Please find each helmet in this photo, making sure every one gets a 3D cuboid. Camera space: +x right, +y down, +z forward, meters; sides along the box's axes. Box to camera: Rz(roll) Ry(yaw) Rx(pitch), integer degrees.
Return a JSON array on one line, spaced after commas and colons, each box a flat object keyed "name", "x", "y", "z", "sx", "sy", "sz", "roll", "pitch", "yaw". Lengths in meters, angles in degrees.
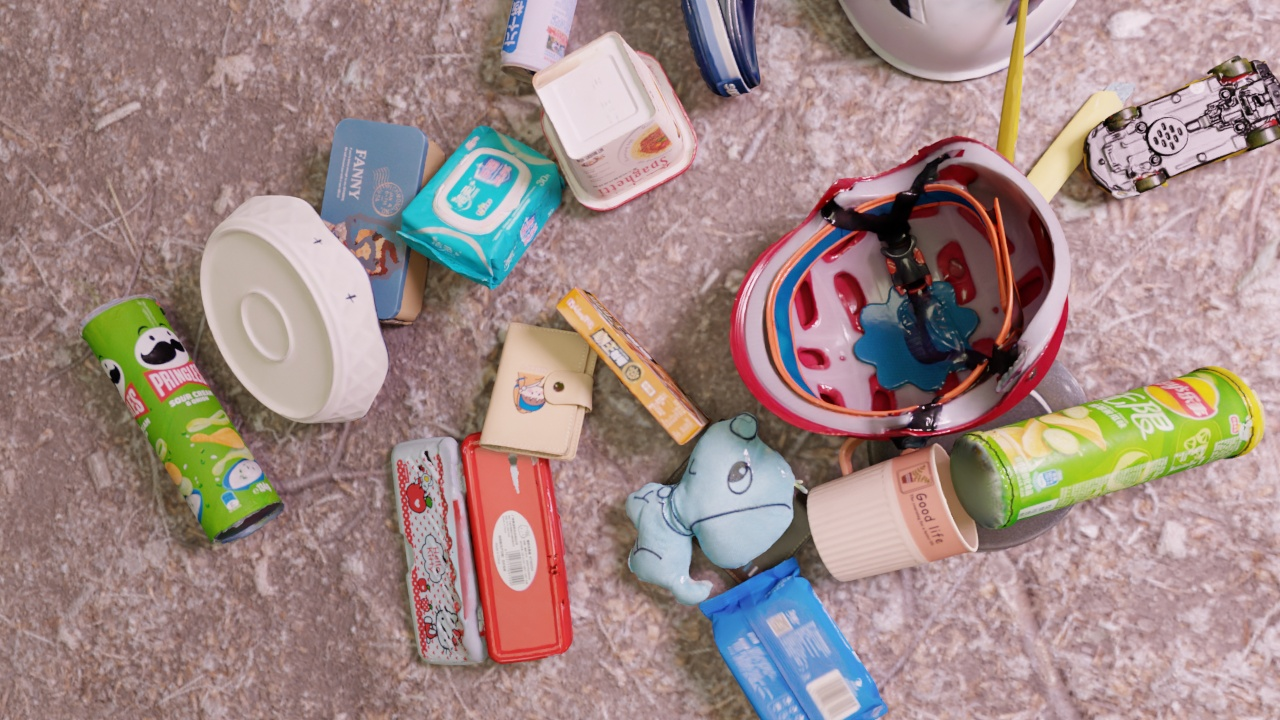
[{"name": "helmet", "x": 0.202, "y": -0.030, "z": 0.694, "sx": 0.241, "sy": 0.143, "sz": 0.206, "roll": -24, "pitch": 64, "yaw": 24}, {"name": "helmet", "x": 0.250, "y": -0.359, "z": 0.687, "sx": 0.229, "sy": 0.145, "sz": 0.258, "roll": 7, "pitch": 91, "yaw": 10}]

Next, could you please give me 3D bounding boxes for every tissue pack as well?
[{"name": "tissue pack", "x": 0.124, "y": 0.243, "z": 0.747, "sx": 0.095, "sy": 0.052, "sz": 0.157, "roll": -32, "pitch": 91, "yaw": 5}, {"name": "tissue pack", "x": -0.133, "y": -0.128, "z": 0.776, "sx": 0.093, "sy": 0.050, "sz": 0.133, "roll": 26, "pitch": 65, "yaw": 10}]

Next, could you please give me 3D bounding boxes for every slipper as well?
[{"name": "slipper", "x": 0.069, "y": -0.343, "z": 0.738, "sx": 0.095, "sy": 0.105, "sz": 0.253, "roll": -9, "pitch": 90, "yaw": 17}]

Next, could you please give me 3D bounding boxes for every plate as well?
[{"name": "plate", "x": -0.301, "y": -0.035, "z": 0.779, "sx": 0.205, "sy": 0.045, "sz": 0.205, "roll": 16, "pitch": 120, "yaw": 30}, {"name": "plate", "x": 0.275, "y": 0.066, "z": 0.741, "sx": 0.179, "sy": 0.024, "sz": 0.179, "roll": 0, "pitch": 89, "yaw": 9}]

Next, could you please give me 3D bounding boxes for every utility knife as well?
[{"name": "utility knife", "x": 0.339, "y": -0.159, "z": 0.735, "sx": 0.031, "sy": 0.018, "sz": 0.167, "roll": 38, "pitch": 97, "yaw": 4}]

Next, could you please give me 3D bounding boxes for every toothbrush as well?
[{"name": "toothbrush", "x": 0.282, "y": -0.206, "z": 0.689, "sx": 0.016, "sy": 0.016, "sz": 0.190, "roll": -5, "pitch": 127, "yaw": 6}]

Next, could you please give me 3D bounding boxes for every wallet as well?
[{"name": "wallet", "x": 0.083, "y": 0.125, "z": 0.777, "sx": 0.122, "sy": 0.020, "sz": 0.096, "roll": 42, "pitch": 96, "yaw": 10}, {"name": "wallet", "x": -0.083, "y": 0.026, "z": 0.783, "sx": 0.087, "sy": 0.024, "sz": 0.115, "roll": 9, "pitch": 65, "yaw": 2}]

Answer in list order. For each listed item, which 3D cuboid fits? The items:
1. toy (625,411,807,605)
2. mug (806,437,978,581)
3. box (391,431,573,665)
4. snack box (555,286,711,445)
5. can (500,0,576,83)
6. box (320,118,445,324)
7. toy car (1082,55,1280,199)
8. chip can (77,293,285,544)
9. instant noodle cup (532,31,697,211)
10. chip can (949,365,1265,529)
[{"name": "toy", "x": 0.060, "y": 0.122, "z": 0.748, "sx": 0.156, "sy": 0.049, "sz": 0.161, "roll": -1, "pitch": 93, "yaw": 20}, {"name": "mug", "x": 0.192, "y": 0.107, "z": 0.719, "sx": 0.106, "sy": 0.081, "sz": 0.114, "roll": -23, "pitch": 62, "yaw": 26}, {"name": "box", "x": -0.143, "y": 0.162, "z": 0.799, "sx": 0.161, "sy": 0.059, "sz": 0.201, "roll": -9, "pitch": 87, "yaw": 13}, {"name": "snack box", "x": -0.005, "y": 0.004, "z": 0.763, "sx": 0.026, "sy": 0.075, "sz": 0.153, "roll": -44, "pitch": 83, "yaw": 7}, {"name": "can", "x": -0.082, "y": -0.310, "z": 0.790, "sx": 0.053, "sy": 0.053, "sz": 0.134, "roll": 14, "pitch": 92, "yaw": 9}, {"name": "box", "x": -0.230, "y": -0.126, "z": 0.811, "sx": 0.090, "sy": 0.062, "sz": 0.184, "roll": 8, "pitch": 92, "yaw": 9}, {"name": "toy car", "x": 0.418, "y": -0.178, "z": 0.709, "sx": 0.156, "sy": 0.041, "sz": 0.071, "roll": -23, "pitch": 86, "yaw": 7}, {"name": "chip can", "x": -0.416, "y": 0.053, "z": 0.836, "sx": 0.072, "sy": 0.072, "sz": 0.236, "roll": -35, "pitch": 85, "yaw": 7}, {"name": "instant noodle cup", "x": -0.026, "y": -0.196, "z": 0.744, "sx": 0.116, "sy": 0.124, "sz": 0.116, "roll": -27, "pitch": 85, "yaw": 8}, {"name": "chip can", "x": 0.336, "y": 0.063, "z": 0.672, "sx": 0.221, "sy": 0.073, "sz": 0.072, "roll": -14, "pitch": 87, "yaw": -11}]
